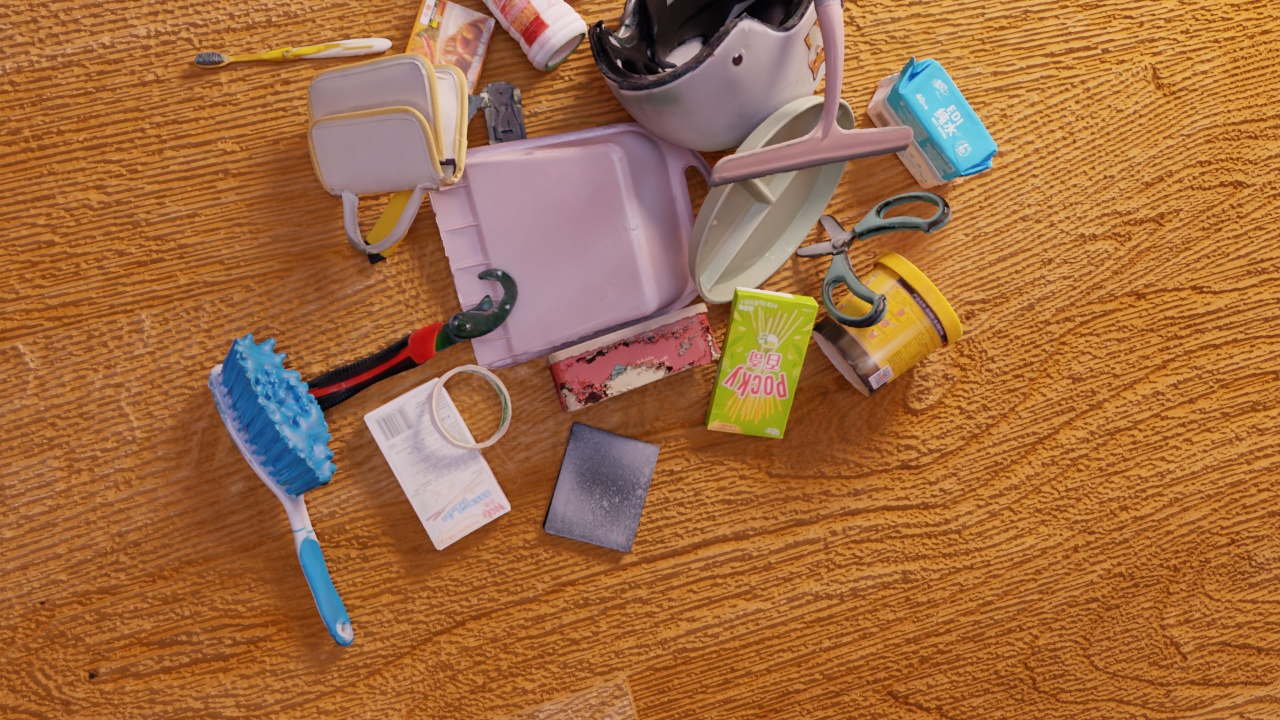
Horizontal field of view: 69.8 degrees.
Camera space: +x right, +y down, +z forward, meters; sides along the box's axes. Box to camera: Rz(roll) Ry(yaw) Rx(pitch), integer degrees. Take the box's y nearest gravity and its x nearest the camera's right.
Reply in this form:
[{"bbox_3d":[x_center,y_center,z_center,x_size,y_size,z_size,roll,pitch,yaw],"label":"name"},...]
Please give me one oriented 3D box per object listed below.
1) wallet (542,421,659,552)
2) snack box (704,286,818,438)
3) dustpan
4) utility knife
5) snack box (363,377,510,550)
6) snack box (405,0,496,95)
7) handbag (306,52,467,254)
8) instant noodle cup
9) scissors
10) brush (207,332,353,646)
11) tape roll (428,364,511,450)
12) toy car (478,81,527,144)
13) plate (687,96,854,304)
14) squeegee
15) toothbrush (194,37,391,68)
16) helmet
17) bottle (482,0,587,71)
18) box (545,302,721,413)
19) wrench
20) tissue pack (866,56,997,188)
[{"bbox_3d":[-0.041,0.135,0.967,0.097,0.019,0.121,16,90,-6],"label":"wallet"},{"bbox_3d":[0.124,0.005,0.956,0.085,0.026,0.157,8,113,-8],"label":"snack box"},{"bbox_3d":[-0.056,-0.125,0.949,0.274,0.138,0.222,-6,104,19],"label":"dustpan"},{"bbox_3d":[-0.212,-0.176,0.897,0.033,0.015,0.209,44,111,8],"label":"utility knife"},{"bbox_3d":[-0.206,0.104,0.936,0.084,0.027,0.157,-29,95,-7],"label":"snack box"},{"bbox_3d":[-0.205,-0.285,0.931,0.075,0.026,0.153,18,88,-8],"label":"snack box"},{"bbox_3d":[-0.245,-0.192,0.872,0.164,0.063,0.179,2,95,29],"label":"handbag"},{"bbox_3d":[0.252,-0.033,0.961,0.114,0.118,0.118,-40,96,1],"label":"instant noodle cup"},{"bbox_3d":[0.230,-0.100,0.933,0.019,0.171,0.180,38,55,-42],"label":"scissors"},{"bbox_3d":[-0.333,0.131,0.899,0.110,0.060,0.314,-28,92,29],"label":"brush"},{"bbox_3d":[-0.172,0.048,0.928,0.085,0.014,0.085,10,71,-32],"label":"tape roll"},{"bbox_3d":[-0.138,-0.238,0.938,0.043,0.034,0.090,-11,94,-5],"label":"toy car"},{"bbox_3d":[0.126,-0.156,0.898,0.027,0.230,0.230,41,84,23],"label":"plate"},{"bbox_3d":[0.153,-0.286,0.770,0.247,0.040,0.250,-17,110,-30],"label":"squeegee"},{"bbox_3d":[-0.345,-0.308,0.914,0.191,0.018,0.016,-8,94,-8],"label":"toothbrush"},{"bbox_3d":[0.093,-0.304,0.894,0.273,0.230,0.157,-54,136,-29],"label":"helmet"},{"bbox_3d":[-0.138,-0.387,0.921,0.068,0.068,0.197,-40,94,-6],"label":"bottle"},{"bbox_3d":[-0.006,0.005,0.932,0.168,0.091,0.076,-20,89,-8],"label":"box"},{"bbox_3d":[-0.240,-0.009,0.913,0.273,0.016,0.056,-29,98,4],"label":"wrench"},{"bbox_3d":[0.309,-0.251,0.975,0.063,0.090,0.140,-39,96,-7],"label":"tissue pack"}]
